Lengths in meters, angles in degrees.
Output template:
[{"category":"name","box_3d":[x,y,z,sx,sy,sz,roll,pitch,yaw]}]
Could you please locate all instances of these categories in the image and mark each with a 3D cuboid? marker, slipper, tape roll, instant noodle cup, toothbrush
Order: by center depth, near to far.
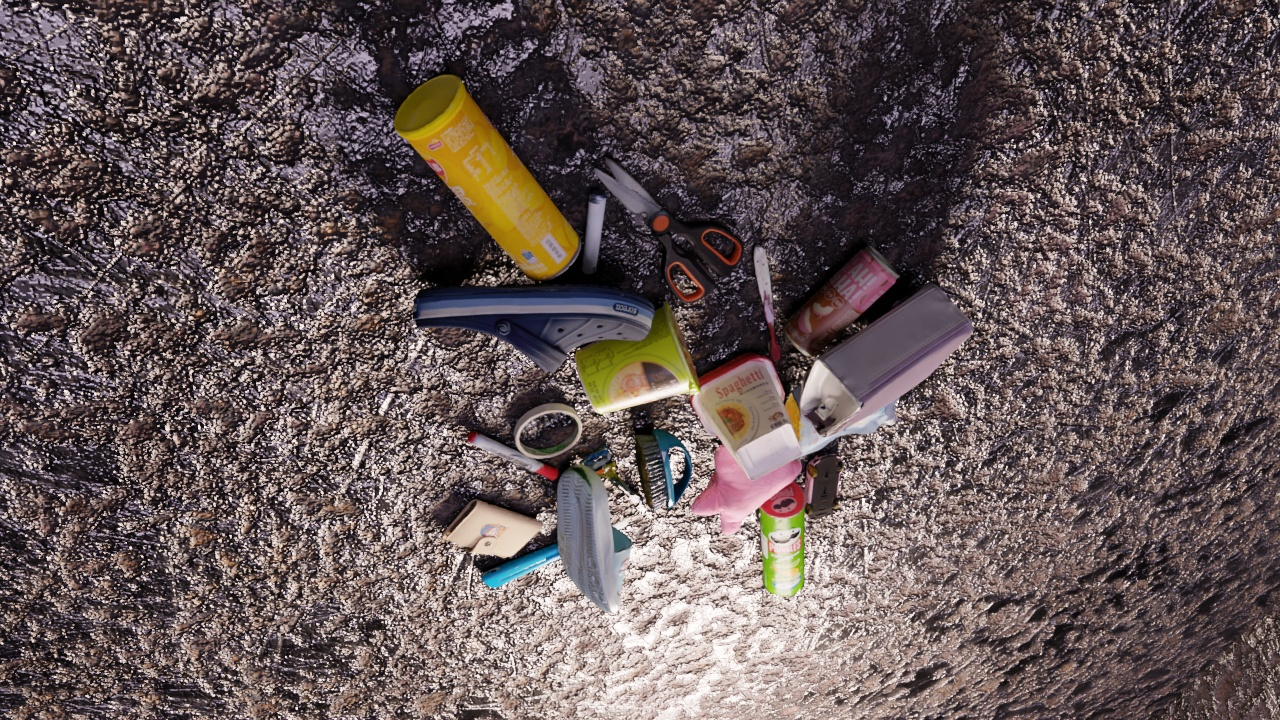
[{"category":"slipper","box_3d":[-0.107,-0.034,0.950,0.252,0.105,0.095,1,93,-11]},{"category":"marker","box_3d":[-0.054,-0.123,0.977,0.022,0.018,0.131,0,132,-11]},{"category":"instant noodle cup","box_3d":[-0.006,0.006,1.063,0.123,0.111,0.112,-21,136,7]},{"category":"toothbrush","box_3d":[0.154,-0.068,1.122,0.016,0.017,0.188,-19,133,-2]},{"category":"tape roll","box_3d":[-0.116,0.089,1.150,0.085,0.014,0.086,-12,135,-13]},{"category":"marker","box_3d":[-0.160,0.121,1.160,0.017,0.017,0.145,-43,133,17]},{"category":"instant noodle cup","box_3d":[0.140,0.075,1.170,0.116,0.124,0.117,-27,136,3]},{"category":"slipper","box_3d":[-0.061,0.240,1.259,0.074,0.104,0.246,-29,130,-35]}]

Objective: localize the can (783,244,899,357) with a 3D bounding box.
[{"category":"can","box_3d":[0.244,-0.071,1.126,0.058,0.058,0.147,27,116,-39]}]

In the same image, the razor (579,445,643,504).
[{"category":"razor","box_3d":[-0.031,0.166,1.255,0.043,0.022,0.143,-30,136,8]}]

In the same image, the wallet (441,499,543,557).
[{"category":"wallet","box_3d":[-0.202,0.232,1.242,0.115,0.024,0.087,27,118,-40]}]

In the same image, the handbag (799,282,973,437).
[{"category":"handbag","box_3d":[0.302,0.004,1.161,0.196,0.098,0.145,-30,156,-19]}]

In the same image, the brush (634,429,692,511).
[{"category":"brush","box_3d":[0.034,0.146,1.239,0.073,0.055,0.144,-15,134,-8]}]

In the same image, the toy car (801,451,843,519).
[{"category":"toy car","box_3d":[0.276,0.190,1.402,0.056,0.037,0.122,-10,122,-19]}]

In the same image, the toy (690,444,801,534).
[{"category":"toy","box_3d":[0.154,0.155,1.284,0.194,0.074,0.178,-42,139,1]}]

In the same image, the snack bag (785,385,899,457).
[{"category":"snack bag","box_3d":[0.285,0.063,1.264,0.190,0.039,0.110,-16,109,-24]}]

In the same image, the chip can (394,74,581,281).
[{"category":"chip can","box_3d":[-0.137,-0.165,0.864,0.072,0.072,0.213,-33,135,8]}]

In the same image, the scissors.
[{"category":"scissors","box_3d":[0.037,-0.155,0.990,0.152,0.021,0.235,-27,133,-7]}]

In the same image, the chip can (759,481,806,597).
[{"category":"chip can","box_3d":[0.223,0.283,1.439,0.072,0.072,0.236,-18,136,-8]}]

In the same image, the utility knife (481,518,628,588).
[{"category":"utility knife","box_3d":[-0.119,0.274,1.321,0.225,0.018,0.034,-23,135,-4]}]
